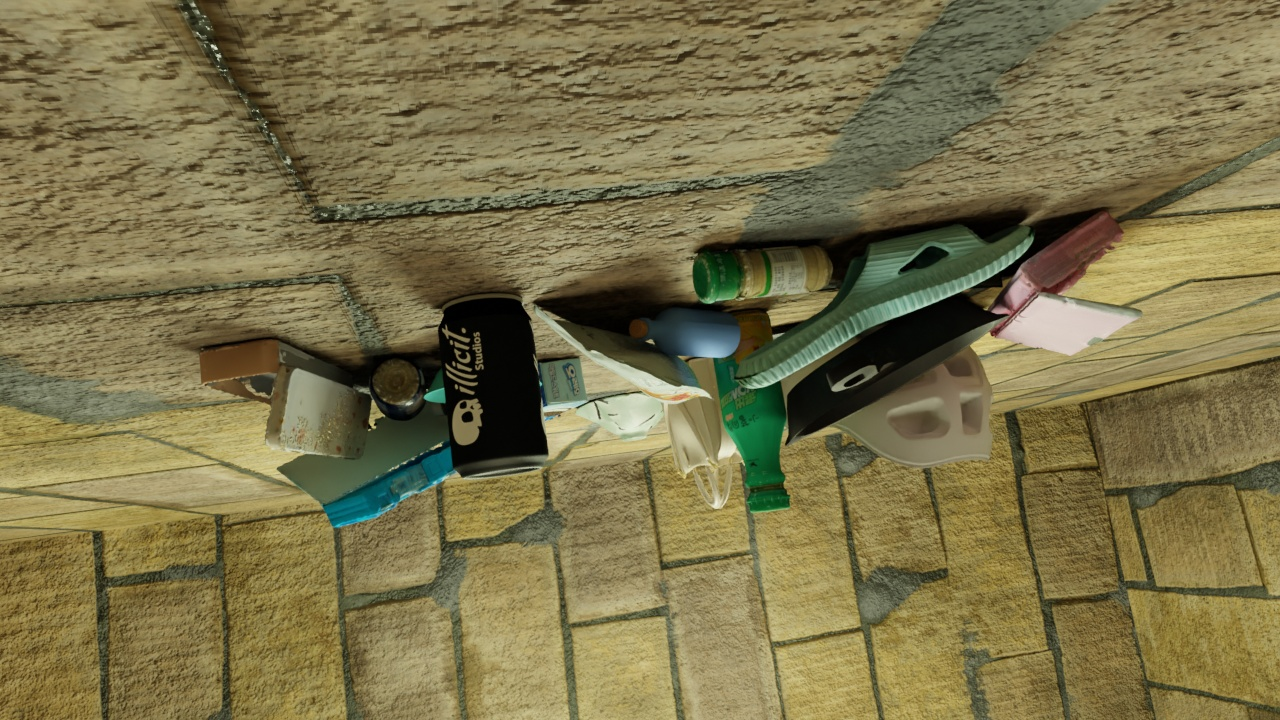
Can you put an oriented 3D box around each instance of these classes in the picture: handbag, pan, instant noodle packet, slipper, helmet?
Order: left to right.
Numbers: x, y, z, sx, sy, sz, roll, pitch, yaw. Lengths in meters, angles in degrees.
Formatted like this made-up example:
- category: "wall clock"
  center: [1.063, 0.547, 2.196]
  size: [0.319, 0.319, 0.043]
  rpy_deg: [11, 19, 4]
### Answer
- category: "instant noodle packet"
  center: [-0.005, 0.005, 0.915]
  size: [0.147, 0.057, 0.269]
  rpy_deg: [26, -179, 14]
- category: "handbag"
  center: [0.094, 0.107, 1.278]
  size: [0.101, 0.197, 0.195]
  rpy_deg: [-6, 170, -14]
- category: "slipper"
  center: [0.197, -0.060, 0.789]
  size: [0.276, 0.069, 0.116]
  rpy_deg: [-28, 178, 6]
- category: "pan"
  center: [0.215, 0.003, 0.849]
  size: [0.249, 0.043, 0.355]
  rpy_deg: [-33, 166, 18]
- category: "helmet"
  center: [0.297, 0.047, 1.145]
  size: [0.224, 0.183, 0.283]
  rpy_deg: [6, 169, -26]

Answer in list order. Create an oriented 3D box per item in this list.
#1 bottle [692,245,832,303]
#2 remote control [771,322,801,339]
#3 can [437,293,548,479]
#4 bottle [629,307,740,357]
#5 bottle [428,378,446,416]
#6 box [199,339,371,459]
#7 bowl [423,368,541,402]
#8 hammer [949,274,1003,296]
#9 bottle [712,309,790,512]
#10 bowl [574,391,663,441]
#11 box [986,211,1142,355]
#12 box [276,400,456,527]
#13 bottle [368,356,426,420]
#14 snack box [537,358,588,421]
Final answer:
- category: "bottle"
  center: [0.098, -0.071, 0.736]
  size: [0.109, 0.042, 0.043]
  rpy_deg: [-6, 170, -17]
- category: "remote control"
  center: [0.177, -0.029, 1.092]
  size: [0.140, 0.021, 0.045]
  rpy_deg: [-9, 169, 12]
- category: "can"
  center: [-0.125, 0.023, 0.775]
  size: [0.080, 0.146, 0.080]
  rpy_deg: [-8, 170, -2]
- category: "bottle"
  center: [0.041, -0.028, 0.905]
  size: [0.131, 0.048, 0.048]
  rpy_deg: [2, 166, -45]
- category: "bottle"
  center: [-0.183, 0.035, 1.046]
  size: [0.108, 0.060, 0.060]
  rpy_deg: [-8, 170, -2]
- category: "box"
  center: [-0.341, 0.036, 0.892]
  size: [0.108, 0.094, 0.216]
  rpy_deg: [17, 172, 4]
- category: "bowl"
  center: [-0.167, 0.010, 0.958]
  size: [0.121, 0.046, 0.121]
  rpy_deg: [-8, 170, -2]
- category: "hammer"
  center: [0.342, -0.063, 1.018]
  size: [0.133, 0.033, 0.332]
  rpy_deg: [-14, 170, 25]
- category: "bottle"
  center: [0.120, 0.055, 0.971]
  size: [0.068, 0.209, 0.068]
  rpy_deg: [-8, 171, -2]
- category: "bowl"
  center: [-0.017, 0.098, 1.522]
  size: [0.174, 0.068, 0.174]
  rpy_deg: [-10, 170, -2]
- category: "box"
  center: [0.401, -0.048, 0.869]
  size: [0.099, 0.098, 0.232]
  rpy_deg: [-36, 166, 4]
- category: "box"
  center: [-0.259, 0.112, 1.042]
  size: [0.175, 0.064, 0.242]
  rpy_deg: [7, -157, 36]
- category: "bottle"
  center: [-0.261, 0.036, 0.999]
  size: [0.056, 0.056, 0.161]
  rpy_deg: [-6, 170, -12]
- category: "snack box"
  center: [-0.138, 0.049, 1.172]
  size: [0.059, 0.059, 0.227]
  rpy_deg: [-7, 171, -29]
